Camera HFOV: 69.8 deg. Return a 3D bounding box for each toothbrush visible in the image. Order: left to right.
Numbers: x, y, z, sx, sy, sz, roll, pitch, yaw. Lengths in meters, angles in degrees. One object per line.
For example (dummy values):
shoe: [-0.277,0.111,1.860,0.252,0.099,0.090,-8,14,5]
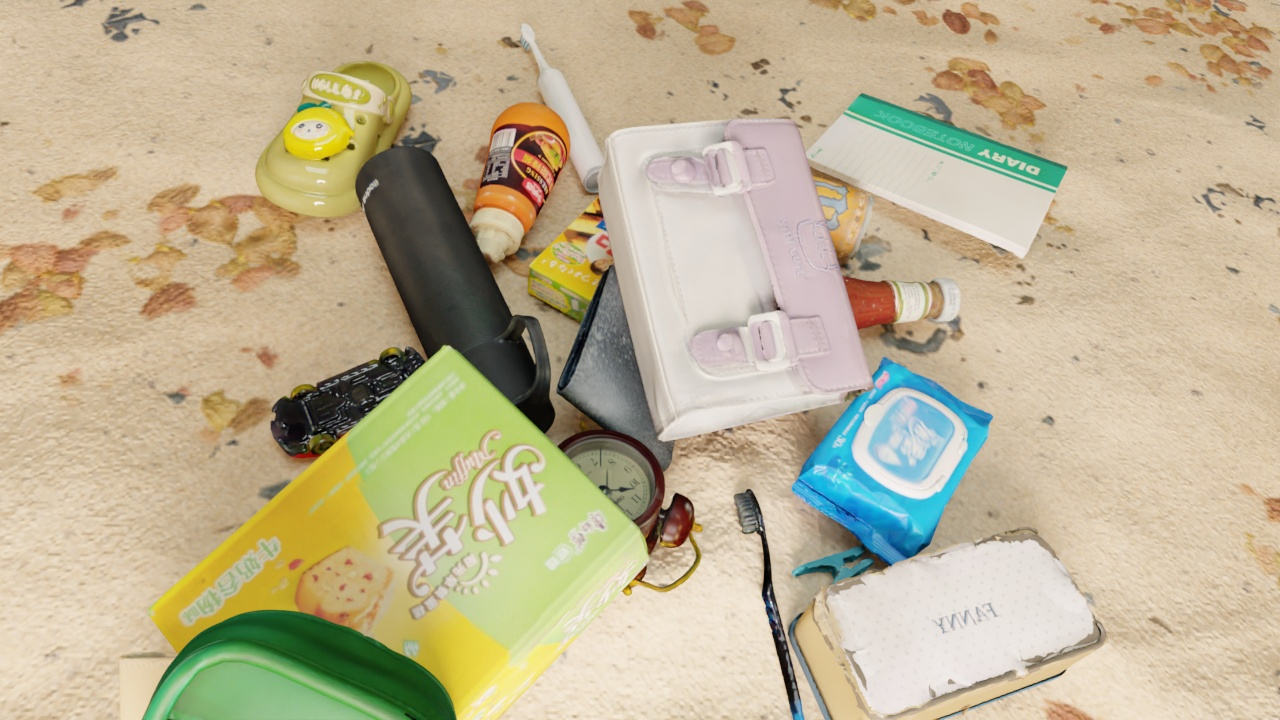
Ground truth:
toothbrush: [-0.073,-0.234,0.825,0.026,0.026,0.220,-5,54,-28]
toothbrush: [0.081,0.163,0.561,0.016,0.014,0.189,-2,55,-11]

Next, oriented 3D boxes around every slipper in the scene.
slipper: [-0.244,-0.196,0.733,0.091,0.082,0.190,12,50,2]

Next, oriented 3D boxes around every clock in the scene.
clock: [-0.016,0.095,0.567,0.122,0.055,0.081,41,56,22]

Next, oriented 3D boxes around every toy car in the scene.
toy car: [-0.187,0.030,0.601,0.106,0.031,0.049,-24,60,-17]

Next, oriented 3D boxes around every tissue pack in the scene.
tissue pack: [0.177,0.062,0.630,0.095,0.052,0.156,34,55,15]

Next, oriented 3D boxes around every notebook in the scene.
notebook: [0.270,-0.177,0.839,0.209,0.012,0.150,27,50,17]

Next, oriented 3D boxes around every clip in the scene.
clip: [0.125,0.135,0.590,0.055,0.014,0.039,-20,60,-24]

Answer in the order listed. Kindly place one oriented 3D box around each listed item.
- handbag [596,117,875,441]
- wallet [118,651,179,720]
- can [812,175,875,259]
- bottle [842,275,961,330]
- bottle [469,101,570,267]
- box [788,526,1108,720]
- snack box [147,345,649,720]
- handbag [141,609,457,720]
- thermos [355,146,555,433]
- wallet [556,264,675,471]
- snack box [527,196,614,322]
handbag: [0.061,-0.058,0.609,0.144,0.099,0.197,-10,76,-15]
wallet: [-0.207,0.195,0.425,0.087,0.024,0.115,-6,83,20]
can: [0.115,-0.131,0.761,0.146,0.058,0.058,18,52,4]
bottle: [0.145,-0.043,0.701,0.206,0.060,0.059,-3,54,-13]
bottle: [-0.101,-0.136,0.728,0.067,0.067,0.149,14,59,0]
box: [0.177,0.165,0.550,0.184,0.060,0.089,-10,55,-15]
snack box: [-0.122,0.118,0.487,0.157,0.070,0.209,41,75,20]
handbag: [-0.147,0.174,0.382,0.131,0.068,0.120,29,85,-8]
thermos: [-0.126,-0.054,0.642,0.068,0.090,0.242,7,44,-48]
wallet: [-0.004,0.004,0.635,0.097,0.019,0.120,40,47,-26]
snack box: [-0.014,-0.084,0.719,0.087,0.034,0.140,30,56,13]
